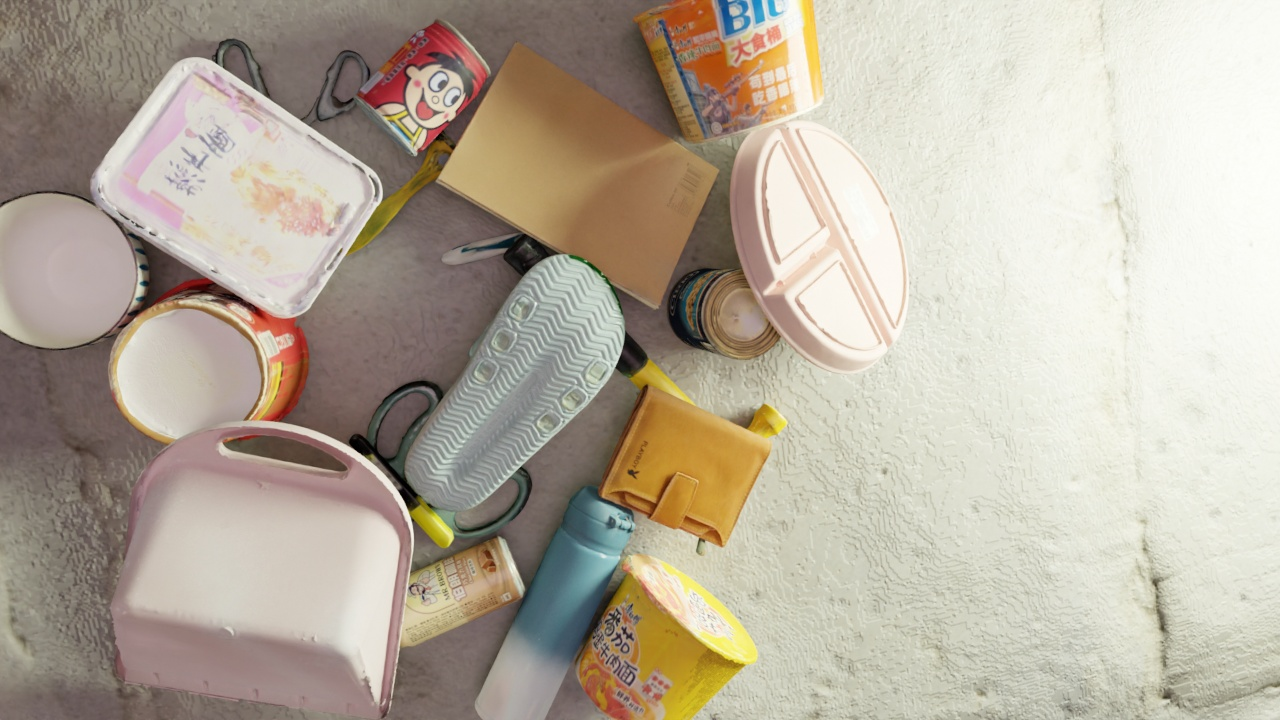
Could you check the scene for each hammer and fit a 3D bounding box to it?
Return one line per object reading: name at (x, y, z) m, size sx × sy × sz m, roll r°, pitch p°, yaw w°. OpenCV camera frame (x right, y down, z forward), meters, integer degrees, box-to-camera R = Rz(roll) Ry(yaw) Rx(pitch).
hammer at (-0.005, 0.005, 0.814) m, size 0.128 × 0.033 × 0.300 m, roll -46°, pitch 107°, yaw -5°

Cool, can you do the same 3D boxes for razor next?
razor at (-0.201, -0.134, 0.765) m, size 0.132 × 0.028 × 0.043 m, roll -43°, pitch 107°, yaw -3°

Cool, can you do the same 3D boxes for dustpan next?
dustpan at (-0.285, 0.171, 0.717) m, size 0.222 × 0.274 × 0.138 m, roll 14°, pitch 55°, yaw -12°

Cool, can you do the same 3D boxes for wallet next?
wallet at (0.037, 0.100, 0.808) m, size 0.130 × 0.035 × 0.119 m, roll 25°, pitch 86°, yaw -17°

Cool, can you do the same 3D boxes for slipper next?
slipper at (-0.104, 0.022, 0.765) m, size 0.104 × 0.074 × 0.246 m, roll 37°, pitch 102°, yaw -13°

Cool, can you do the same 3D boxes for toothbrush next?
toothbrush at (-0.079, -0.112, 0.798) m, size 0.191 × 0.018 × 0.016 m, roll -16°, pitch 98°, yaw -11°

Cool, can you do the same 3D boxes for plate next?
plate at (0.163, -0.102, 0.785) m, size 0.229 × 0.028 × 0.229 m, roll 16°, pitch 65°, yaw -39°

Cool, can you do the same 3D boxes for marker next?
marker at (-0.202, 0.110, 0.778) m, size 0.018 × 0.015 × 0.124 m, roll -33°, pitch 103°, yaw 28°

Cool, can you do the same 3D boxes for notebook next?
notebook at (-0.045, -0.158, 0.783) m, size 0.211 × 0.012 × 0.149 m, roll 29°, pitch 71°, yaw -14°

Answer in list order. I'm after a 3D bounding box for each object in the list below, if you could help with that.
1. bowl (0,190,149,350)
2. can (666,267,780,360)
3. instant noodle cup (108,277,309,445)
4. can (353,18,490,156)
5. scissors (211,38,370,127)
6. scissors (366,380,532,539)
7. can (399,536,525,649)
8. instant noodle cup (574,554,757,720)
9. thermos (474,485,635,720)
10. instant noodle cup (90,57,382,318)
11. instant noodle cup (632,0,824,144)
bowl at (-0.430, -0.067, 0.696) m, size 0.116 × 0.066 × 0.116 m, roll -1°, pitch 94°, yaw -8°
can at (0.073, -0.042, 0.792) m, size 0.075 × 0.111 × 0.075 m, roll -1°, pitch 96°, yaw -13°
instant noodle cup at (-0.333, 0.003, 0.706) m, size 0.137 × 0.108 × 0.138 m, roll -1°, pitch 96°, yaw -13°
can at (-0.174, -0.220, 0.739) m, size 0.066 × 0.066 × 0.093 m, roll 44°, pitch 85°, yaw -14°
scissors at (-0.287, -0.183, 0.746) m, size 0.159 × 0.014 × 0.181 m, roll 37°, pitch 89°, yaw -14°
scissors at (-0.172, 0.110, 0.802) m, size 0.180 × 0.019 × 0.170 m, roll 17°, pitch 91°, yaw -15°
can at (-0.162, 0.200, 0.792) m, size 0.116 × 0.058 × 0.058 m, roll -22°, pitch 100°, yaw -10°
instant noodle cup at (0.016, 0.256, 0.807) m, size 0.138 × 0.138 × 0.110 m, roll 36°, pitch 96°, yaw -14°
thermos at (-0.073, 0.219, 0.811) m, size 0.070 × 0.070 × 0.220 m, roll 25°, pitch 91°, yaw -14°
instant noodle cup at (-0.305, -0.127, 0.708) m, size 0.173 × 0.060 × 0.138 m, roll 34°, pitch 81°, yaw -15°
instant noodle cup at (0.081, -0.251, 0.759) m, size 0.151 × 0.151 × 0.111 m, roll -21°, pitch 109°, yaw -10°
